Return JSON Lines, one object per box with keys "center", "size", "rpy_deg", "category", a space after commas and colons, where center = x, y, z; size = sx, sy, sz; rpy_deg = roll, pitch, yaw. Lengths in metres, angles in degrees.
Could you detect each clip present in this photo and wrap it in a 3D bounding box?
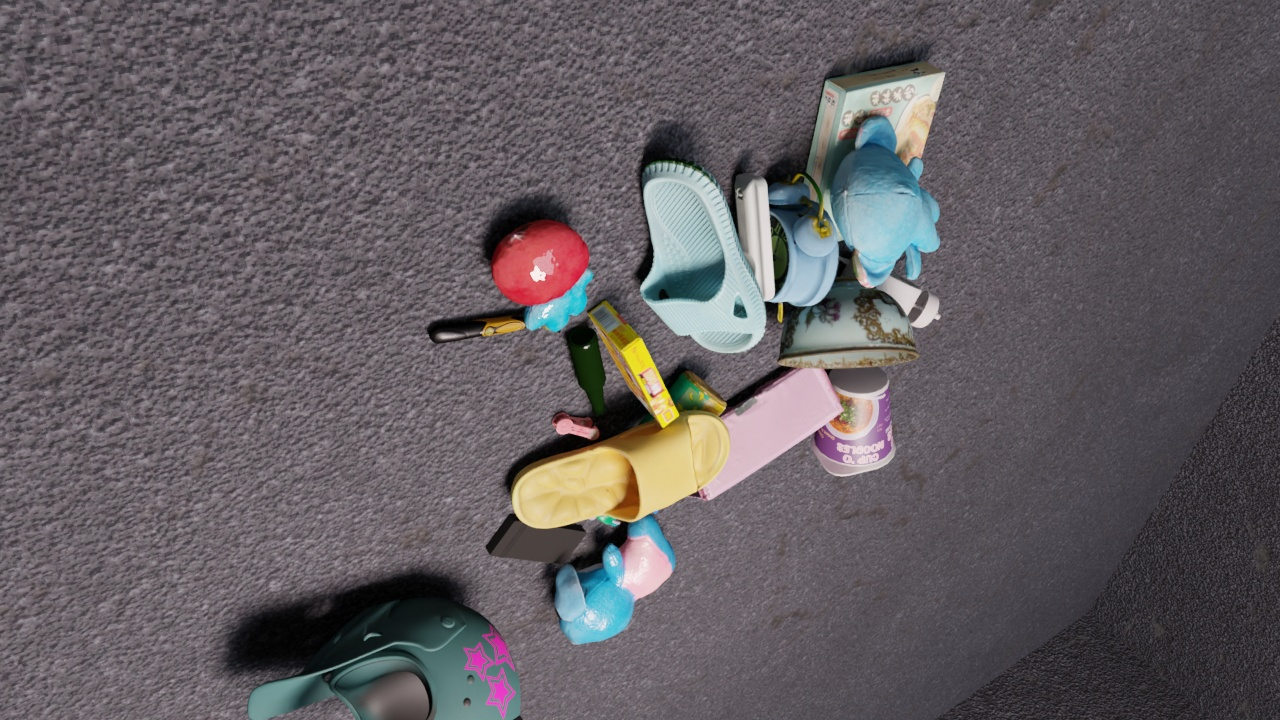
{"center": [-0.071, 0.078, 1.044], "size": [0.060, 0.045, 0.023], "rpy_deg": [1, 121, -58], "category": "clip"}

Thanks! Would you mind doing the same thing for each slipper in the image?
{"center": [0.058, -0.087, 0.946], "size": [0.069, 0.116, 0.276], "rpy_deg": [-62, 147, -32], "category": "slipper"}
{"center": [-0.017, 0.136, 1.045], "size": [0.263, 0.078, 0.099], "rpy_deg": [-14, 110, -6], "category": "slipper"}

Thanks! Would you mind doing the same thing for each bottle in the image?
{"center": [0.014, 0.110, 1.119], "size": [0.210, 0.068, 0.068], "rpy_deg": [-49, 141, 7], "category": "bottle"}
{"center": [-0.054, 0.016, 1.003], "size": [0.033, 0.033, 0.123], "rpy_deg": [-30, 140, -17], "category": "bottle"}

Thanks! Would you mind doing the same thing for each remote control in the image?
{"center": [-0.128, 0.224, 1.144], "size": [0.133, 0.013, 0.058], "rpy_deg": [23, 108, -50], "category": "remote control"}
{"center": [0.119, -0.130, 0.975], "size": [0.022, 0.050, 0.133], "rpy_deg": [-15, 112, -20], "category": "remote control"}

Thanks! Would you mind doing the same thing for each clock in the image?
{"center": [0.314, -0.082, 1.171], "size": [0.159, 0.120, 0.061], "rpy_deg": [16, 109, -36], "category": "clock"}
{"center": [0.166, -0.129, 0.996], "size": [0.060, 0.118, 0.162], "rpy_deg": [-6, 135, -23], "category": "clock"}

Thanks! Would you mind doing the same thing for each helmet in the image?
{"center": [-0.265, 0.363, 1.001], "size": [0.177, 0.200, 0.274], "rpy_deg": [-43, 163, 33], "category": "helmet"}

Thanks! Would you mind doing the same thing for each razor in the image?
{"center": [-0.138, -0.035, 0.895], "size": [0.143, 0.021, 0.044], "rpy_deg": [-11, 132, -31], "category": "razor"}

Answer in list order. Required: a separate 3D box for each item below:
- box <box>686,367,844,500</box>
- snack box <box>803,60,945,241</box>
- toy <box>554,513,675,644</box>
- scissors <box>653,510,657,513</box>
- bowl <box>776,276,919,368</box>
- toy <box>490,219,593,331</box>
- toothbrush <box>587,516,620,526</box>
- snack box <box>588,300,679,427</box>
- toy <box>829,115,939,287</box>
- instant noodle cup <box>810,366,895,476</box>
{"center": [0.149, 0.094, 1.257], "size": [0.232, 0.116, 0.106], "rpy_deg": [-33, 100, -15], "category": "box"}
{"center": [0.254, -0.230, 1.037], "size": [0.141, 0.044, 0.194], "rpy_deg": [-18, 136, -25], "category": "snack box"}
{"center": [-0.030, 0.305, 1.245], "size": [0.191, 0.099, 0.224], "rpy_deg": [-44, 150, -11], "category": "toy"}
{"center": [0.033, 0.135, 1.169], "size": [0.125, 0.016, 0.123], "rpy_deg": [-19, 99, 12], "category": "scissors"}
{"center": [0.238, -0.045, 1.065], "size": [0.159, 0.160, 0.094], "rpy_deg": [5, 81, -44], "category": "bowl"}
{"center": [-0.088, -0.080, 0.864], "size": [0.092, 0.062, 0.133], "rpy_deg": [-30, 145, -5], "category": "toy"}
{"center": [-0.079, 0.184, 1.146], "size": [0.019, 0.018, 0.188], "rpy_deg": [-44, 142, 10], "category": "toothbrush"}
{"center": [-0.006, 0.006, 1.001], "size": [0.025, 0.075, 0.152], "rpy_deg": [-36, 141, -7], "category": "snack box"}
{"center": [0.265, -0.163, 0.999], "size": [0.180, 0.115, 0.183], "rpy_deg": [8, 82, -49], "category": "toy"}
{"center": [0.306, 0.078, 1.313], "size": [0.136, 0.122, 0.122], "rpy_deg": [-45, 141, -45], "category": "instant noodle cup"}
